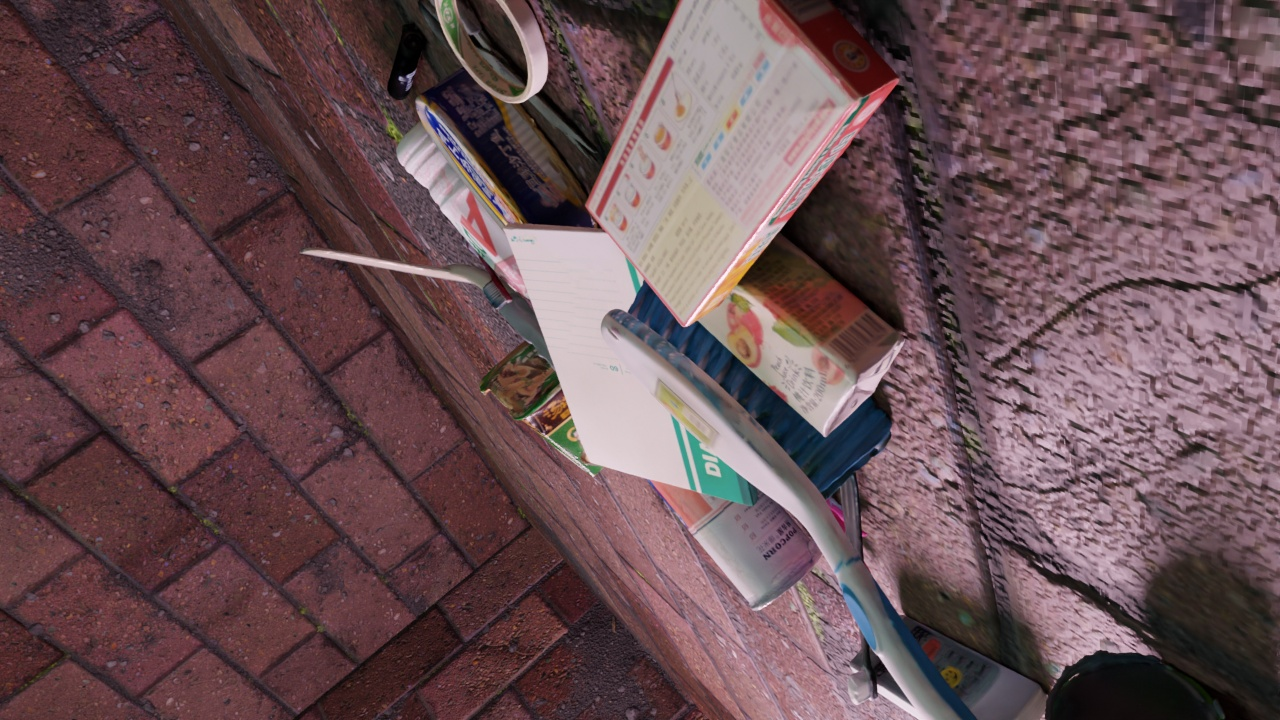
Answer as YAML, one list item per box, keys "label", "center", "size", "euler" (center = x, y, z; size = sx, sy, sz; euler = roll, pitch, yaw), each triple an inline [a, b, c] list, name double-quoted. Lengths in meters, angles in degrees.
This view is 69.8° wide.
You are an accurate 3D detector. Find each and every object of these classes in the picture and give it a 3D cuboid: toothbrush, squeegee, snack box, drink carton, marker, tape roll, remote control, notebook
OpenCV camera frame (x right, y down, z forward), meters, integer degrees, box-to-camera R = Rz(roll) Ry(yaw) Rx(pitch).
- label: "toothbrush"
  center: [-0.148, -0.101, 0.775]
  size: [0.187, 0.017, 0.016]
  euler: [53, -177, 40]
- label: "squeegee"
  center: [-0.116, -0.045, 0.766]
  size: [0.246, 0.039, 0.247]
  euler: [7, -161, -46]
- label: "snack box"
  center: [-0.058, 0.035, 0.821]
  size: [0.105, 0.117, 0.118]
  euler: [54, 169, -27]
- label: "toothbrush"
  center: [0.136, 0.144, 0.582]
  size: [0.015, 0.018, 0.181]
  euler: [-142, 40, -63]
- label: "drink carton"
  center: [0.064, -0.027, 0.443]
  size: [0.122, 0.045, 0.054]
  euler: [45, 154, 21]
- label: "marker"
  center: [-0.194, -0.242, 0.751]
  size: [0.022, 0.020, 0.132]
  euler: [71, 162, -6]
- label: "tape roll"
  center: [-0.088, -0.193, 0.540]
  size: [0.086, 0.013, 0.086]
  euler: [37, 154, 22]
- label: "remote control"
  center: [0.193, 0.206, 0.589]
  size: [0.019, 0.056, 0.135]
  euler: [56, 165, -16]
- label: "notebook"
  center: [-0.004, 0.004, 0.621]
  size: [0.151, 0.012, 0.209]
  euler: [10, 130, 36]
- label: "snack box"
  center: [0.029, -0.082, 0.367]
  size: [0.077, 0.027, 0.156]
  euler: [51, 148, 9]

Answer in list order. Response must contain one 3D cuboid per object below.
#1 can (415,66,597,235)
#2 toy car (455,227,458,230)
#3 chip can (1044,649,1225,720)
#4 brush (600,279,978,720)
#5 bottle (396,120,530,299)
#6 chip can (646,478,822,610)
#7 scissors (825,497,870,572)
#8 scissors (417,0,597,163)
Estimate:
- label: "can"
  center: [-0.094, -0.137, 0.645]
  size: [0.148, 0.049, 0.075]
  euler: [52, 166, -1]
- label: "toy car"
  center: [-0.148, -0.135, 0.837]
  size: [0.054, 0.036, 0.121]
  euler: [59, 160, -22]
- label: "chip can"
  center: [0.259, 0.241, 0.450]
  size: [0.072, 0.072, 0.236]
  euler: [28, 152, 56]
- label: "brush"
  center: [0.095, 0.069, 0.465]
  size: [0.314, 0.109, 0.061]
  euler: [43, 156, 14]
- label: "bottle"
  center: [-0.103, -0.106, 0.719]
  size: [0.197, 0.068, 0.068]
  euler: [50, 166, -10]
- label: "chip can"
  center: [0.044, 0.088, 0.714]
  size: [0.214, 0.071, 0.071]
  euler: [50, 165, 8]
- label: "scissors"
  center: [0.124, 0.109, 0.648]
  size: [0.124, 0.017, 0.133]
  euler: [58, 168, -20]
- label: "scissors"
  center: [-0.089, -0.187, 0.595]
  size: [0.173, 0.014, 0.141]
  euler: [55, 164, -22]
